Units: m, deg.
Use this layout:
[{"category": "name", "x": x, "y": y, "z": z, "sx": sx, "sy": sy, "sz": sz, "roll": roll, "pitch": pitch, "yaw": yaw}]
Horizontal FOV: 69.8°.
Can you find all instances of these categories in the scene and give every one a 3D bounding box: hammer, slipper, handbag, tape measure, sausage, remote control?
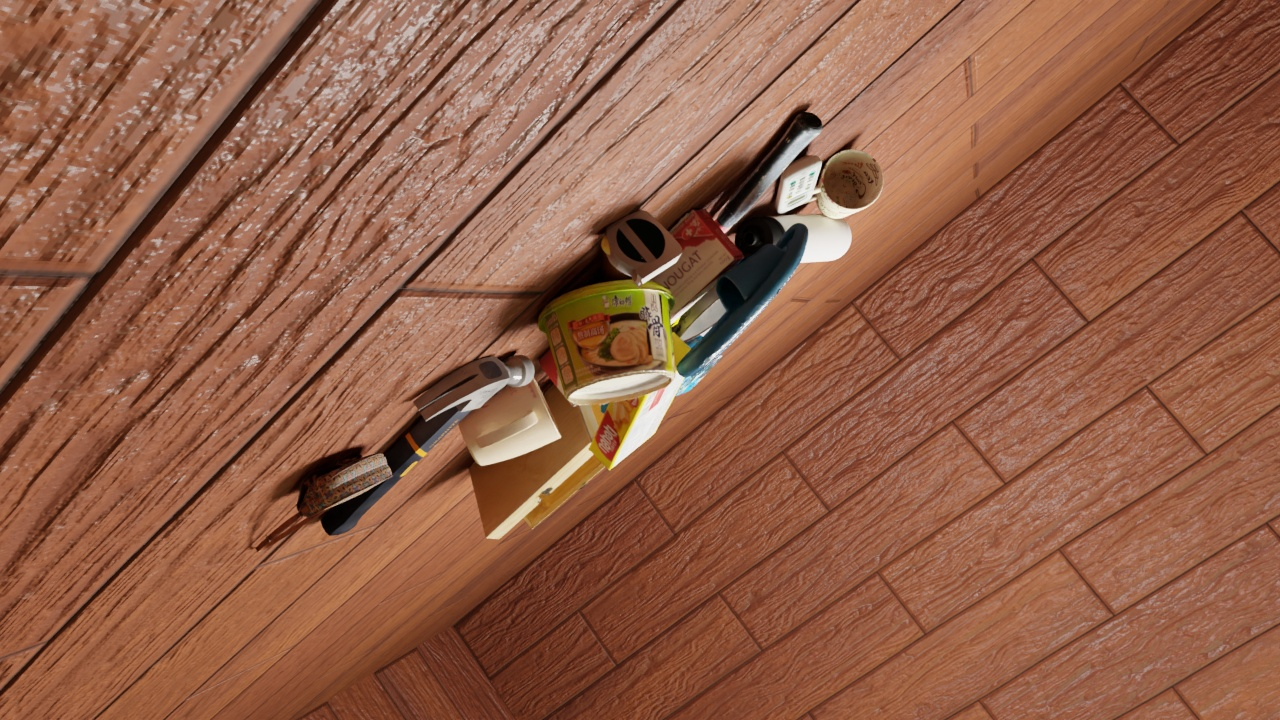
[{"category": "hammer", "x": -0.256, "y": 0.102, "z": 1.029, "sx": 0.313, "sy": 0.035, "sz": 0.139, "roll": -42, "pitch": 167, "yaw": 26}, {"category": "slipper", "x": 0.106, "y": -0.070, "z": 1.013, "sx": 0.213, "sy": 0.059, "sz": 0.104, "roll": -50, "pitch": -178, "yaw": -3}, {"category": "handbag", "x": -0.350, "y": 0.153, "z": 0.970, "sx": 0.196, "sy": 0.043, "sz": 0.093, "roll": -33, "pitch": 177, "yaw": 29}, {"category": "tape measure", "x": 0.000, "y": -0.107, "z": 0.876, "sx": 0.064, "sy": 0.065, "sz": 0.017, "roll": -35, "pitch": 170, "yaw": -27}, {"category": "sausage", "x": -0.022, "y": -0.090, "z": 0.960, "sx": 0.040, "sy": 0.040, "sz": 0.156, "roll": -35, "pitch": 169, "yaw": -13}, {"category": "hammer", "x": 0.105, "y": -0.165, "z": 1.071, "sx": 0.140, "sy": 0.036, "sz": 0.327, "roll": -25, "pitch": 164, "yaw": -44}, {"category": "remote control", "x": 0.194, "y": -0.221, "z": 1.144, "sx": 0.050, "sy": 0.022, "sz": 0.133, "roll": -26, "pitch": 170, "yaw": -1}]

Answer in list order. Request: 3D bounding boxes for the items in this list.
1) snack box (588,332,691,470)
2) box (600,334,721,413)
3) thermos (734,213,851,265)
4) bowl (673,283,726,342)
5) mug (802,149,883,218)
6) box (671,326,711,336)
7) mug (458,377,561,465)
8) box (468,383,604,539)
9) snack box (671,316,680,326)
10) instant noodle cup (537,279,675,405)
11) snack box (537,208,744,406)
[{"category": "snack box", "x": 0.000, "y": 0.054, "z": 1.122, "sx": 0.092, "sy": 0.042, "sz": 0.201, "roll": -38, "pitch": 164, "yaw": -32}, {"category": "box", "x": 0.037, "y": 0.025, "z": 1.309, "sx": 0.242, "sy": 0.066, "sz": 0.091, "roll": -18, "pitch": 133, "yaw": -61}, {"category": "thermos", "x": 0.208, "y": -0.151, "z": 1.265, "sx": 0.229, "sy": 0.069, "sz": 0.101, "roll": -12, "pitch": 114, "yaw": -50}, {"category": "bowl", "x": 0.096, "y": -0.091, "z": 1.297, "sx": 0.150, "sy": 0.057, "sz": 0.151, "roll": -36, "pitch": 170, "yaw": -8}, {"category": "mug", "x": 0.256, "y": -0.227, "z": 1.243, "sx": 0.122, "sy": 0.081, "sz": 0.097, "roll": -16, "pitch": 176, "yaw": -2}, {"category": "box", "x": 0.098, "y": -0.063, "z": 1.485, "sx": 0.156, "sy": 0.063, "sz": 0.217, "roll": -43, "pitch": 175, "yaw": -38}, {"category": "mug", "x": -0.157, "y": 0.077, "z": 1.084, "sx": 0.104, "sy": 0.085, "sz": 0.111, "roll": -26, "pitch": -174, "yaw": -3}, {"category": "box", "x": -0.133, "y": 0.133, "z": 1.315, "sx": 0.249, "sy": 0.141, "sz": 0.148, "roll": -43, "pitch": 165, "yaw": 29}, {"category": "snack box", "x": -0.018, "y": -0.027, "z": 1.214, "sx": 0.149, "sy": 0.025, "sz": 0.061, "roll": -30, "pitch": 176, "yaw": -3}, {"category": "instant noodle cup", "x": -0.028, "y": -0.015, "z": 0.960, "sx": 0.146, "sy": 0.097, "sz": 0.146, "roll": -11, "pitch": 165, "yaw": -3}, {"category": "snack box", "x": -0.006, "y": -0.057, "z": 1.058, "sx": 0.274, "sy": 0.076, "sz": 0.044, "roll": -42, "pitch": 173, "yaw": 25}]
